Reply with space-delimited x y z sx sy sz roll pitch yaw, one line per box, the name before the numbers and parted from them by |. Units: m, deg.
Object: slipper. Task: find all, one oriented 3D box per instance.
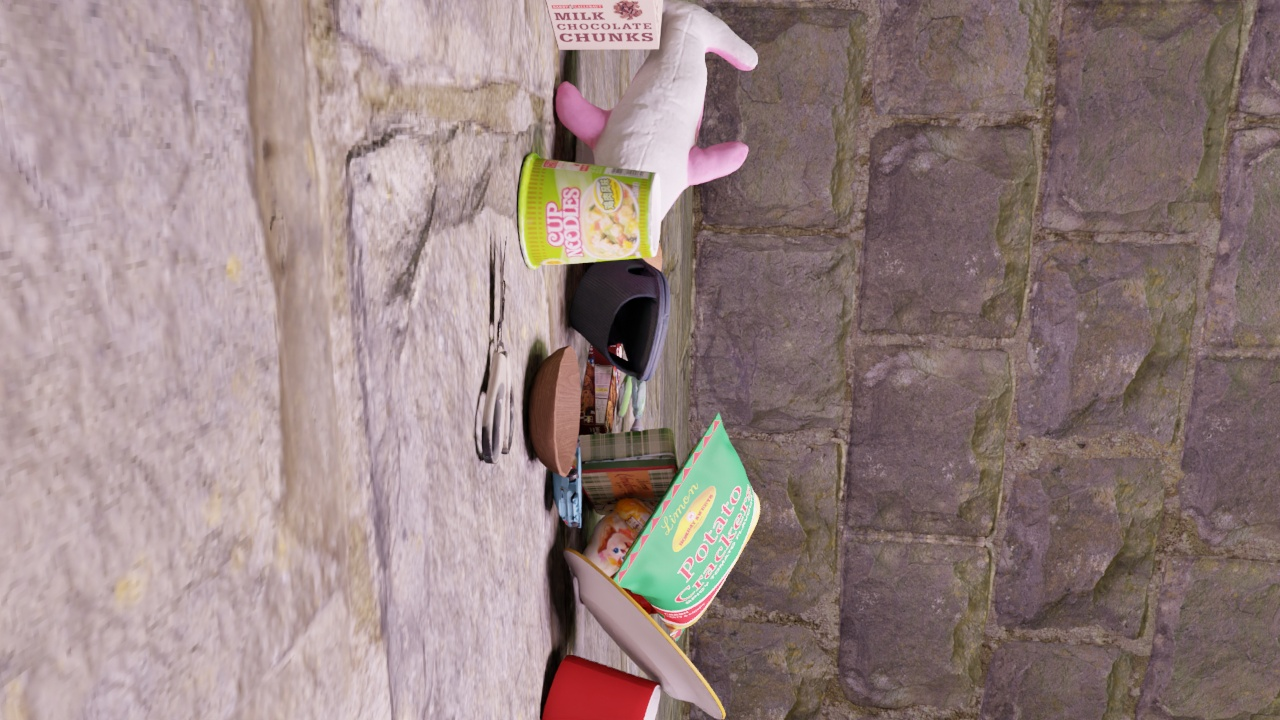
slipper | -0.034 -0.069 0.971 0.263 0.082 0.101 -116 -138 -61

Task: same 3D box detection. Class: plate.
plate | -0.005 0.282 0.931 0.021 0.230 0.230 -42 154 -18

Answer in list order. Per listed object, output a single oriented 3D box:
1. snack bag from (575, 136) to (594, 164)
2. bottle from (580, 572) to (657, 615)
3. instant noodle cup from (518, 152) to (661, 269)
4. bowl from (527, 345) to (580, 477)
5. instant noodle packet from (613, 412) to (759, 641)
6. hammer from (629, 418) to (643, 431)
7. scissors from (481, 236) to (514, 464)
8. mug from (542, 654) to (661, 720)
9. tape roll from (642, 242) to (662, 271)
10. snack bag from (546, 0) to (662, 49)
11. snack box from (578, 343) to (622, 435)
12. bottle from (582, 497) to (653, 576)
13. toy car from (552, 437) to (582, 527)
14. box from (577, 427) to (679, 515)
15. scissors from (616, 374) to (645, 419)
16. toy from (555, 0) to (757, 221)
snack bag | -0.039 -0.194 1.049 0.225 0.041 0.077 54 37 -77
bottle | -0.012 0.255 1.106 0.099 0.111 0.099 4 89 -83
instant noodle cup | -0.040 -0.124 0.772 0.099 0.108 0.099 4 89 -82
bowl | -0.079 0.044 0.819 0.118 0.030 0.118 4 89 -83
instant noodle packet | 0.060 0.192 1.001 0.195 0.090 0.253 -56 150 -17
hammer | -0.013 0.217 1.319 0.156 0.043 0.321 100 -5 -58
scissors | -0.103 -0.003 0.664 0.132 0.012 0.170 -82 174 -55
mug | -0.036 0.354 0.931 0.116 0.097 0.080 74 32 -64
tape roll | -0.009 -0.103 1.084 0.094 0.027 0.093 -39 -135 54
snack bag | -0.025 -0.398 0.859 0.070 0.094 0.206 74 19 -69
snack box | -0.046 0.033 1.083 0.051 0.032 0.140 84 11 -51
bottle | -0.028 0.208 1.042 0.108 0.063 0.063 -45 153 -22
toy car | -0.073 0.118 0.908 0.107 0.027 0.060 -97 -175 -64
box | -0.010 0.136 1.070 0.206 0.118 0.050 81 4 -66
scissors | -0.006 0.006 1.029 0.171 0.021 0.172 -87 -173 -48
toy | 0.008 -0.223 0.896 0.128 0.186 0.265 129 -20 -76
